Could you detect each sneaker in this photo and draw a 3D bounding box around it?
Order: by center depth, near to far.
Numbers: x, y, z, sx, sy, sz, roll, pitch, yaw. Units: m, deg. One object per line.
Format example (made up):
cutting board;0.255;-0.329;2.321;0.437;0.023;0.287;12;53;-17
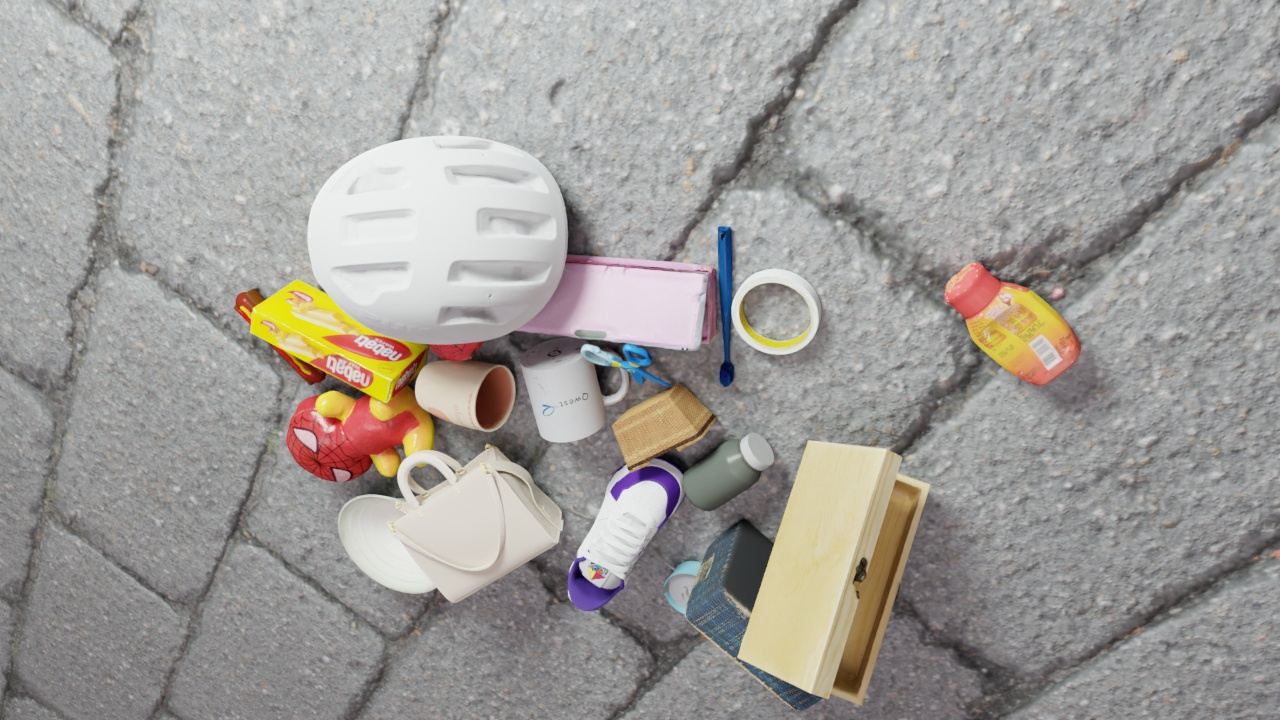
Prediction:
sneaker;-0.029;0.224;1.152;0.092;0.110;0.245;31;125;2

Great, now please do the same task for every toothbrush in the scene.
toothbrush;0.092;-0.055;1.002;0.016;0.017;0.190;6;120;17

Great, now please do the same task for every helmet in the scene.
helmet;-0.216;-0.127;0.982;0.282;0.183;0.224;3;95;8

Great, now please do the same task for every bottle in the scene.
bottle;0.357;-0.038;0.890;0.134;0.048;0.072;40;124;-4
bottle;0.103;0.130;1.079;0.060;0.060;0.109;45;124;-8

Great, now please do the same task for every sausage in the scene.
sausage;-0.478;-0.031;1.224;0.040;0.040;0.155;-35;102;33

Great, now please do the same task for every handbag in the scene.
handbag;-0.230;0.191;1.190;0.195;0.101;0.198;-32;112;14

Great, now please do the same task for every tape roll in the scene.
tape roll;0.145;-0.052;0.982;0.094;0.019;0.094;10;122;16

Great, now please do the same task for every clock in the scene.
clock;0.088;0.303;1.195;0.123;0.041;0.087;11;122;17

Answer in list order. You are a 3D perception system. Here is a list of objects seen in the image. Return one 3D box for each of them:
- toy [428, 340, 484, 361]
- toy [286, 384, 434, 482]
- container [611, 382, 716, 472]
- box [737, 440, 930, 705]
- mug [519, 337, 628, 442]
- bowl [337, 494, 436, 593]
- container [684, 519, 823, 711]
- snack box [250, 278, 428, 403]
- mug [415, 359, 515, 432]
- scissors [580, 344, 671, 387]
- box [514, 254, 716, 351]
toy;-0.234;-0.062;1.101;0.092;0.062;0.133;-34;91;25
toy;-0.378;0.094;1.222;0.217;0.098;0.147;-13;115;26
container;0.023;0.077;1.081;0.114;0.063;0.061;-29;97;32
box;0.202;0.219;0.975;0.142;0.248;0.179;14;167;30
mug;-0.073;0.030;1.085;0.119;0.083;0.096;-14;116;-3
bowl;-0.343;0.249;1.322;0.177;0.057;0.177;10;122;16
container;0.158;0.303;1.105;0.187;0.145;0.071;41;121;-4
snack box;-0.378;-0.026;1.155;0.200;0.091;0.042;27;124;5
mug;-0.216;0.047;1.150;0.104;0.085;0.111;10;151;27
scissors;-0.018;0.008;1.041;0.109;0.018;0.131;11;161;15
box;-0.038;-0.062;1.011;0.233;0.080;0.099;8;121;17
